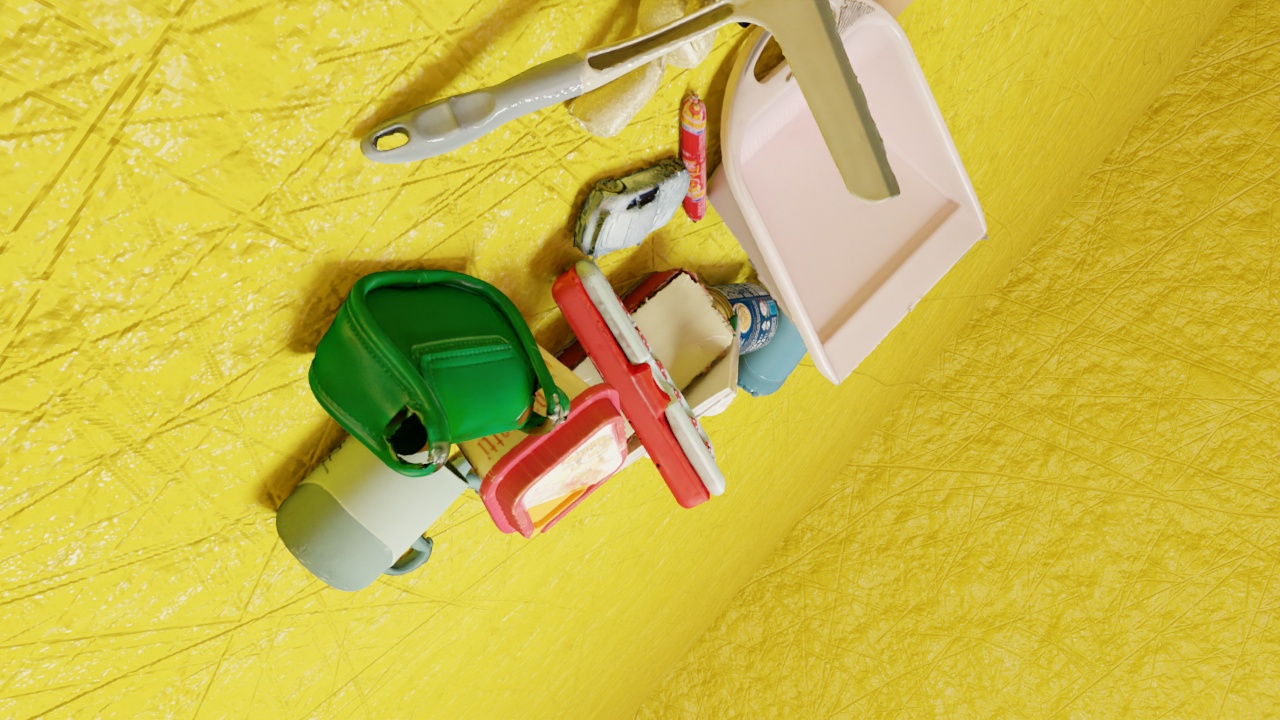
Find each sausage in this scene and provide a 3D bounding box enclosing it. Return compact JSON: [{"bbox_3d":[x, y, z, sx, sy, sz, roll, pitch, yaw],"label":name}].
[{"bbox_3d":[0.042,-0.154,0.721,0.020,0.020,0.156,-43,158,-16],"label":"sausage"}]

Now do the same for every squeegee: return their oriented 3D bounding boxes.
[{"bbox_3d":[-0.026,-0.152,0.473,0.246,0.246,0.039,-23,-175,-2],"label":"squeegee"}]

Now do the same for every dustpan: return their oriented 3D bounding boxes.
[{"bbox_3d":[0.173,-0.146,0.743,0.222,0.273,0.139,-46,-176,-15],"label":"dustpan"}]

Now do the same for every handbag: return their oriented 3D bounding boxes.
[{"bbox_3d":[-0.116,0.007,0.544,0.068,0.120,0.131,-54,160,25],"label":"handbag"}]

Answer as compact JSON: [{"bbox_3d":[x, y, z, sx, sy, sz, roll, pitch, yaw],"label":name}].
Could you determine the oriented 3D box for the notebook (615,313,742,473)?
[{"bbox_3d":[0.006,0.048,0.830,0.210,0.012,0.150,-37,-165,23],"label":"notebook"}]

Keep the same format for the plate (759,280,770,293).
[{"bbox_3d":[0.210,-0.132,1.060,0.204,0.045,0.205,-40,157,-22],"label":"plate"}]

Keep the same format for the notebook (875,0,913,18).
[{"bbox_3d":[0.235,-0.371,0.745,0.147,0.008,0.208,-45,159,-9],"label":"notebook"}]

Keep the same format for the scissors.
[{"bbox_3d":[-0.183,0.131,0.770,0.178,0.019,0.173,-53,160,13],"label":"scissors"}]

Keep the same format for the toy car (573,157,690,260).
[{"bbox_3d":[-0.002,-0.113,0.683,0.120,0.037,0.054,-34,154,-43],"label":"toy car"}]

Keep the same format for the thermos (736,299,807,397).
[{"bbox_3d":[0.164,-0.042,0.991,0.070,0.070,0.221,-33,161,-36],"label":"thermos"}]

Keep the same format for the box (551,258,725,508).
[{"bbox_3d":[0.004,0.013,0.691,0.048,0.201,0.087,-30,-170,8],"label":"box"}]

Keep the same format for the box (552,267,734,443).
[{"bbox_3d":[-0.005,0.004,0.767,0.168,0.091,0.079,-43,-161,-16],"label":"box"}]

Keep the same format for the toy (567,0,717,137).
[{"bbox_3d":[0.013,-0.198,0.540,0.157,0.066,0.105,-52,-168,18],"label":"toy"}]

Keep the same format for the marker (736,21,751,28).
[{"bbox_3d":[0.096,-0.281,0.614,0.018,0.015,0.124,-21,147,-46],"label":"marker"}]

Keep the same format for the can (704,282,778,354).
[{"bbox_3d":[0.085,-0.040,0.927,0.111,0.075,0.075,-12,139,-58],"label":"can"}]

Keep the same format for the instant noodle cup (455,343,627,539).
[{"bbox_3d":[-0.086,0.043,0.655,0.116,0.124,0.117,-38,157,-17],"label":"instant noodle cup"}]

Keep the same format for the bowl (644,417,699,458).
[{"bbox_3d":[0.023,0.036,0.948,0.118,0.065,0.118,-42,161,-19],"label":"bowl"}]

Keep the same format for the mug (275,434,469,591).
[{"bbox_3d":[-0.184,0.093,0.630,0.106,0.082,0.112,-47,-170,-8],"label":"mug"}]

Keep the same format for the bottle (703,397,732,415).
[{"bbox_3d":[0.075,0.017,1.022,0.063,0.063,0.108,-43,159,-17],"label":"bottle"}]
